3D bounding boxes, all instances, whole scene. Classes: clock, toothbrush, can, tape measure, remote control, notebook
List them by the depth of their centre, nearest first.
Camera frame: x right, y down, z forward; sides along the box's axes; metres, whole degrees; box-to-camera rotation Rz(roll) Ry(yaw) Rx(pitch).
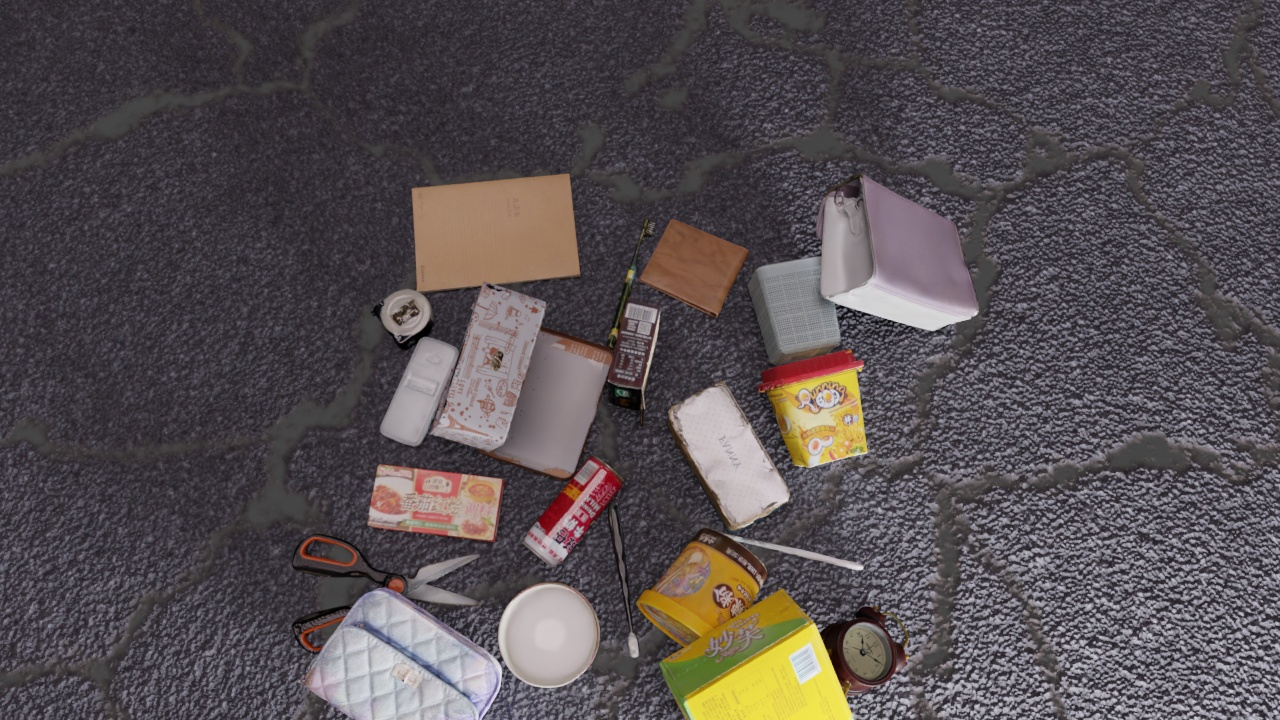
[{"bbox_3d":[0.255,0.330,1.048,0.121,0.055,0.082,-21,72,-27],"label":"clock"},{"bbox_3d":[-0.080,0.179,1.088,0.053,0.053,0.132,38,77,8],"label":"can"},{"bbox_3d":[-0.020,0.259,1.088,0.015,0.018,0.181,-9,74,-1],"label":"toothbrush"},{"bbox_3d":[0.178,0.232,1.100,0.180,0.016,0.016,12,83,2],"label":"toothbrush"},{"bbox_3d":[-0.273,0.038,1.139,0.056,0.020,0.135,19,75,5],"label":"remote control"},{"bbox_3d":[-0.295,-0.056,1.158,0.066,0.034,0.066,-39,81,-11],"label":"tape measure"},{"bbox_3d":[-0.012,-0.100,1.188,0.017,0.012,0.185,17,75,-4],"label":"toothbrush"},{"bbox_3d":[-0.191,-0.168,1.204,0.211,0.012,0.149,-6,74,-3],"label":"notebook"}]

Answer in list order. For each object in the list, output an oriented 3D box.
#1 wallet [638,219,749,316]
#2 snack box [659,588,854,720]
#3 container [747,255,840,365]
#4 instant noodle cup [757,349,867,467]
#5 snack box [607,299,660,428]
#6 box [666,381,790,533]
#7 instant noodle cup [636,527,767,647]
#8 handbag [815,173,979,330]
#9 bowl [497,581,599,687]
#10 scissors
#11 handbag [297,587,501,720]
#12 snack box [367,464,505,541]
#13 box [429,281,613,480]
[{"bbox_3d":[0.069,-0.122,1.194,0.115,0.020,0.101,24,74,8],"label":"wallet"},{"bbox_3d":[0.132,0.370,0.976,0.157,0.070,0.210,-29,117,-9],"label":"snack box"},{"bbox_3d":[0.193,-0.059,1.144,0.090,0.090,0.111,-10,77,-4],"label":"container"},{"bbox_3d":[0.213,0.060,1.105,0.116,0.116,0.123,-13,87,-6],"label":"instant noodle cup"},{"bbox_3d":[-0.007,0.006,1.106,0.053,0.113,0.125,14,74,3],"label":"snack box"},{"bbox_3d":[0.108,0.122,1.108,0.089,0.060,0.184,-26,79,-8],"label":"box"},{"bbox_3d":[0.076,0.263,1.041,0.118,0.119,0.114,35,68,8],"label":"instant noodle cup"},{"bbox_3d":[0.311,-0.126,1.121,0.196,0.099,0.144,13,72,-35],"label":"handbag"},{"bbox_3d":[-0.102,0.312,1.046,0.113,0.062,0.113,0,75,0],"label":"bowl"},{"bbox_3d":[-0.308,0.274,1.077,0.222,0.022,0.210,31,79,1],"label":"scissors"},{"bbox_3d":[-0.260,0.350,1.017,0.194,0.076,0.134,32,79,2],"label":"handbag"},{"bbox_3d":[-0.244,0.171,1.100,0.153,0.025,0.075,7,75,1],"label":"snack box"},{"bbox_3d":[-0.129,0.034,1.088,0.193,0.157,0.183,18,77,-11],"label":"box"}]
